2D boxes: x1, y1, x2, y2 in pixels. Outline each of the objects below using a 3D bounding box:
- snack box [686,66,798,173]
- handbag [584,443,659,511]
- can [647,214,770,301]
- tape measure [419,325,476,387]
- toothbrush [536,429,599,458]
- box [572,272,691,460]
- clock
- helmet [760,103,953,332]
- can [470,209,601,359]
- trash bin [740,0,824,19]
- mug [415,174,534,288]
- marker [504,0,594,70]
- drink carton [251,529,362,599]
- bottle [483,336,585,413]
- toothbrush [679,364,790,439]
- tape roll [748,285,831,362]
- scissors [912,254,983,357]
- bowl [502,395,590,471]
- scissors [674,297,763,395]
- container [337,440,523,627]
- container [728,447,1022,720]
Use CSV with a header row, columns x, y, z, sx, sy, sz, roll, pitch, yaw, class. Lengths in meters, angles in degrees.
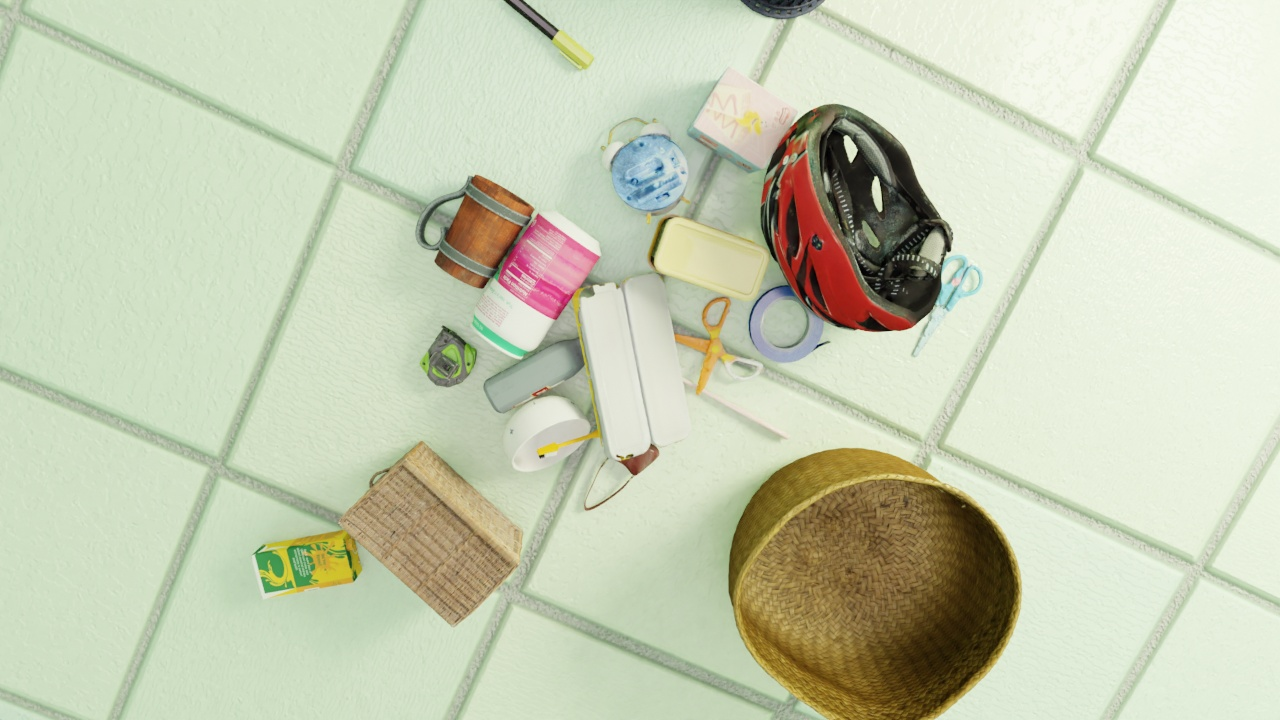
x,y,z,sx,sy,sz,roll,pitch,yaw,class
0.115,-0.273,1.051,0.095,0.093,0.079,31,96,-6,snack box
-0.032,0.143,1.150,0.055,0.029,0.120,38,102,-4,handbag
0.078,-0.120,1.070,0.131,0.101,0.072,18,98,-5,can
-0.233,0.001,1.113,0.058,0.036,0.066,32,96,-7,tape measure
-0.033,0.082,1.107,0.196,0.031,0.031,-16,133,-22,toothbrush
-0.006,0.006,1.085,0.127,0.023,0.209,-14,96,-30,box
0.006,-0.227,1.071,0.089,0.052,0.125,-26,83,3,clock
0.233,-0.152,1.021,0.167,0.216,0.272,-13,121,45,helmet
-0.123,-0.089,1.075,0.088,0.088,0.166,35,96,-7,can
0.171,-0.451,0.944,0.139,0.249,0.139,0,99,-2,trash bin
-0.199,-0.158,1.074,0.117,0.081,0.111,34,101,11,mug
-0.108,-0.383,1.065,0.124,0.017,0.021,39,95,-6,marker
-0.412,0.253,1.146,0.122,0.041,0.058,-10,99,1,drink carton
-0.106,0.007,1.100,0.161,0.072,0.046,-28,93,3,bottle
0.110,0.051,1.143,0.181,0.015,0.018,30,91,-5,toothbrush
0.179,-0.045,1.128,0.091,0.016,0.093,-24,99,2,tape roll
0.374,-0.064,1.136,0.056,0.015,0.137,27,103,-4,scissors
-0.118,0.082,1.103,0.105,0.105,0.054,-34,62,4,bowl
0.094,-0.015,1.127,0.128,0.011,0.125,20,92,-3,scissors
-0.244,0.203,1.106,0.114,0.112,0.198,-44,98,5,container
0.261,0.251,1.090,0.307,0.196,0.307,0,100,0,container
